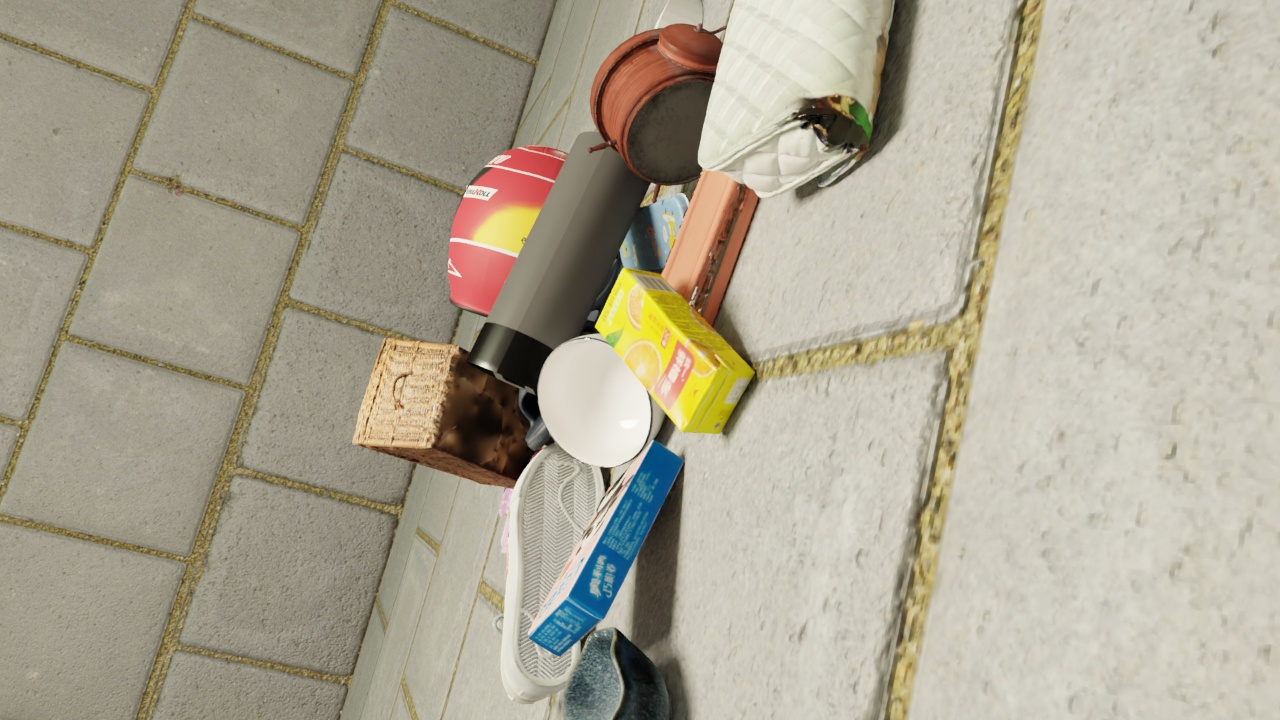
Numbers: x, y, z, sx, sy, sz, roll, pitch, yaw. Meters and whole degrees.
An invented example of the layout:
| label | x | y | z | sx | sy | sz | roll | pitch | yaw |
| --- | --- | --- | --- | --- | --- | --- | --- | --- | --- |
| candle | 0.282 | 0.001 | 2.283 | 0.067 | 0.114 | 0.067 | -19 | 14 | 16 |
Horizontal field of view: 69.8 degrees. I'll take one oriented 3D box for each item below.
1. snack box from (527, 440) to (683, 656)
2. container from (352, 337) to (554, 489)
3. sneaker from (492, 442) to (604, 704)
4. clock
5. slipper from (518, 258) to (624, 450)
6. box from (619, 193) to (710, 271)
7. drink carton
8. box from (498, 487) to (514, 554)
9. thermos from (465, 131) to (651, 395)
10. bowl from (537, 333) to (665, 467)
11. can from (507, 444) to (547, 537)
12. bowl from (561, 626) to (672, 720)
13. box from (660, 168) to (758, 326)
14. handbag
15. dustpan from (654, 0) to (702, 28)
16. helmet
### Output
| label | x | y | z | sx | sy | sz | roll | pitch | yaw |
| --- | --- | --- | --- | --- | --- | --- | --- | --- | --- |
| snack box | -0.025 | 0.138 | 0.687 | 0.088 | 0.033 | 0.153 | -53 | 4 | 49 |
| container | -0.179 | 0.060 | 0.953 | 0.113 | 0.198 | 0.113 | 4 | 74 | 38 |
| sneaker | -0.090 | 0.190 | 0.835 | 0.091 | 0.089 | 0.241 | 124 | 157 | -49 |
| clock | 0.034 | -0.217 | 0.767 | 0.158 | 0.120 | 0.072 | -42 | 46 | 19 |
| slipper | -0.073 | -0.029 | 0.934 | 0.111 | 0.083 | 0.267 | -43 | 18 | 40 |
| box | 0.014 | -0.120 | 0.879 | 0.210 | 0.059 | 0.068 | -167 | 93 | -74 |
| drink carton | 0.023 | -0.008 | 0.674 | 0.134 | 0.042 | 0.059 | 50 | 123 | 41 |
| box | -0.125 | 0.111 | 1.069 | 0.160 | 0.035 | 0.230 | -18 | 54 | 54 |
| thermos | -0.072 | -0.086 | 0.846 | 0.240 | 0.082 | 0.082 | -66 | 15 | -12 |
| bowl | -0.025 | 0.030 | 0.788 | 0.063 | 0.113 | 0.114 | -26 | -33 | -57 |
| can | -0.091 | 0.142 | 0.929 | 0.064 | 0.064 | 0.104 | 179 | 108 | -73 |
| bowl | -0.014 | 0.235 | 0.599 | 0.110 | 0.055 | 0.110 | -163 | 91 | -73 |
| box | 0.060 | -0.079 | 0.741 | 0.056 | 0.063 | 0.188 | 28 | 99 | 37 |
| handbag | 0.116 | -0.212 | 0.620 | 0.139 | 0.072 | 0.194 | -17 | 56 | 60 |
| dustpan | 0.010 | -0.378 | 1.165 | 0.257 | 0.053 | 0.192 | -99 | 31 | -57 |
| helmet | -0.132 | -0.150 | 1.139 | 0.271 | 0.197 | 0.224 | -151 | 79 | -82 |
